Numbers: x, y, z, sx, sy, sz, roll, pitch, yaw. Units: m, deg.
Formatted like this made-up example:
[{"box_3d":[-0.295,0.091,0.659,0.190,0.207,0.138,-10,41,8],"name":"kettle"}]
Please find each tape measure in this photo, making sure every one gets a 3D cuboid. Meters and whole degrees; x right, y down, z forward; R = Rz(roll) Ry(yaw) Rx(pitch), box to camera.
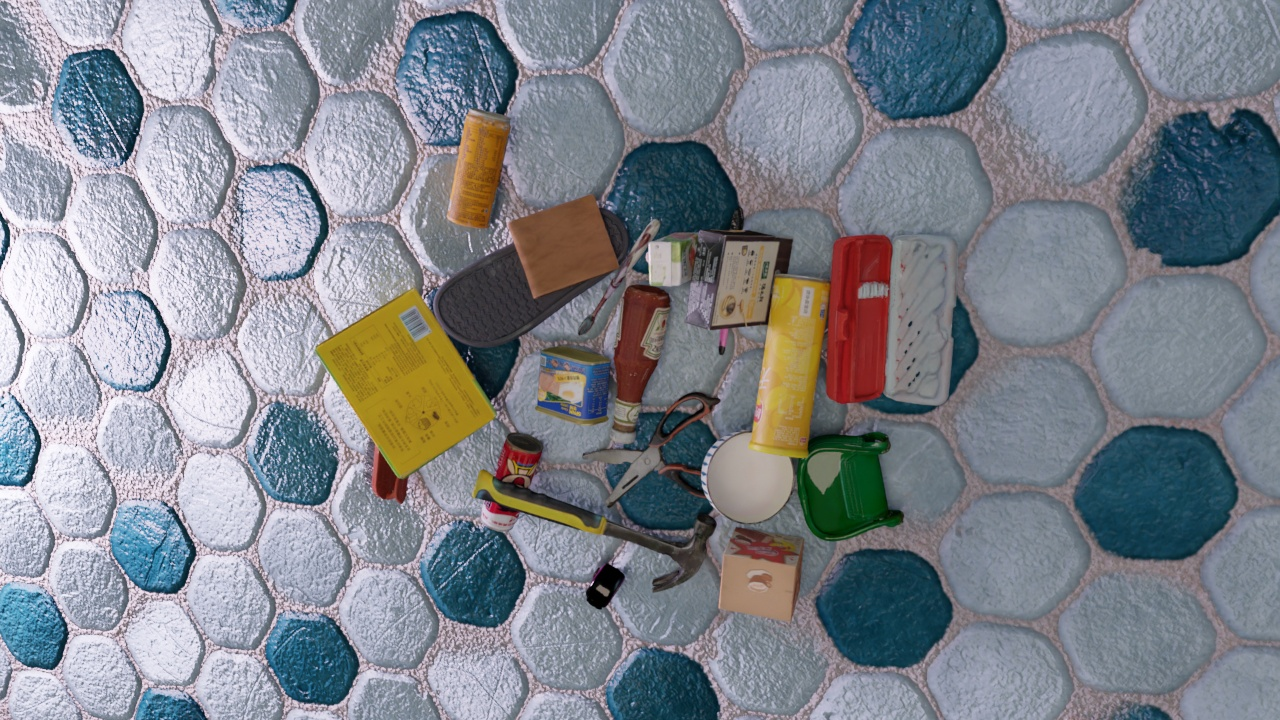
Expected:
[{"box_3d":[-0.050,0.310,1.267,0.039,0.057,0.058,33,118,8],"name":"tape measure"}]

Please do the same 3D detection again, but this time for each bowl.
[{"box_3d":[0.129,0.144,1.160,0.116,0.066,0.116,0,91,-14],"name":"bowl"}]

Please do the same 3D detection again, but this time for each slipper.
[{"box_3d":[-0.136,-0.106,1.192,0.268,0.083,0.110,-29,95,2],"name":"slipper"}]

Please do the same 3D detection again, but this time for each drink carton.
[{"box_3d":[0.043,-0.123,1.104,0.045,0.122,0.053,3,104,17],"name":"drink carton"}]

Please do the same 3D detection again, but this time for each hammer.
[{"box_3d":[-0.070,0.220,1.235,0.323,0.031,0.126,18,109,-1],"name":"hammer"}]

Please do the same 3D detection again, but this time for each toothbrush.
[{"box_3d":[0.111,-0.097,1.147,0.014,0.017,0.189,13,107,23],"name":"toothbrush"},{"box_3d":[-0.030,-0.106,1.185,0.016,0.017,0.188,38,111,5],"name":"toothbrush"}]

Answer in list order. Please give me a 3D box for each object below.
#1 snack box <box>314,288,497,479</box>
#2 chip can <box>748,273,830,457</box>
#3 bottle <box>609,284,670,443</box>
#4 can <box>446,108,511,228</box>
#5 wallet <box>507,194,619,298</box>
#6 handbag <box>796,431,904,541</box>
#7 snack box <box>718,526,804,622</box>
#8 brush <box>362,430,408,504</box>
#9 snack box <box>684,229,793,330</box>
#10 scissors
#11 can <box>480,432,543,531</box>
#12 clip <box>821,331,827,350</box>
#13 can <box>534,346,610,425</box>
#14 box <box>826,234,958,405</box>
[{"box_3d":[-0.313,0.032,1.240,0.157,0.070,0.210,-33,92,-9],"name":"snack box"},{"box_3d":[0.179,0.007,1.094,0.072,0.072,0.213,8,91,15],"name":"chip can"},{"box_3d":[-0.007,0.007,1.182,0.060,0.059,0.206,14,105,13],"name":"bottle"},{"box_3d":[-0.208,-0.247,1.184,0.058,0.058,0.146,19,107,12],"name":"can"},{"box_3d":[-0.095,-0.142,1.141,0.115,0.020,0.101,-19,94,-5],"name":"wallet"},{"box_3d":[0.256,0.154,1.133,0.120,0.067,0.131,-11,99,18],"name":"handbag"},{"box_3d":[0.156,0.272,1.176,0.093,0.094,0.077,7,104,15],"name":"snack box"},{"box_3d":[-0.355,0.134,1.314,0.069,0.063,0.146,20,109,26],"name":"brush"},{"box_3d":[0.118,-0.097,1.103,0.053,0.125,0.113,21,109,39],"name":"snack box"},{"box_3d":[0.029,0.125,1.222,0.226,0.015,0.189,12,106,13],"name":"scissors"},{"box_3d":[-0.180,0.170,1.275,0.053,0.053,0.133,24,108,10],"name":"can"},{"box_3d":[0.231,-0.026,1.127,0.058,0.043,0.027,-32,93,24],"name":"clip"},{"box_3d":[-0.088,0.032,1.202,0.102,0.057,0.083,15,105,37],"name":"can"},{"box_3d":[0.292,-0.048,1.080,0.154,0.074,0.201,1,102,3],"name":"box"}]
